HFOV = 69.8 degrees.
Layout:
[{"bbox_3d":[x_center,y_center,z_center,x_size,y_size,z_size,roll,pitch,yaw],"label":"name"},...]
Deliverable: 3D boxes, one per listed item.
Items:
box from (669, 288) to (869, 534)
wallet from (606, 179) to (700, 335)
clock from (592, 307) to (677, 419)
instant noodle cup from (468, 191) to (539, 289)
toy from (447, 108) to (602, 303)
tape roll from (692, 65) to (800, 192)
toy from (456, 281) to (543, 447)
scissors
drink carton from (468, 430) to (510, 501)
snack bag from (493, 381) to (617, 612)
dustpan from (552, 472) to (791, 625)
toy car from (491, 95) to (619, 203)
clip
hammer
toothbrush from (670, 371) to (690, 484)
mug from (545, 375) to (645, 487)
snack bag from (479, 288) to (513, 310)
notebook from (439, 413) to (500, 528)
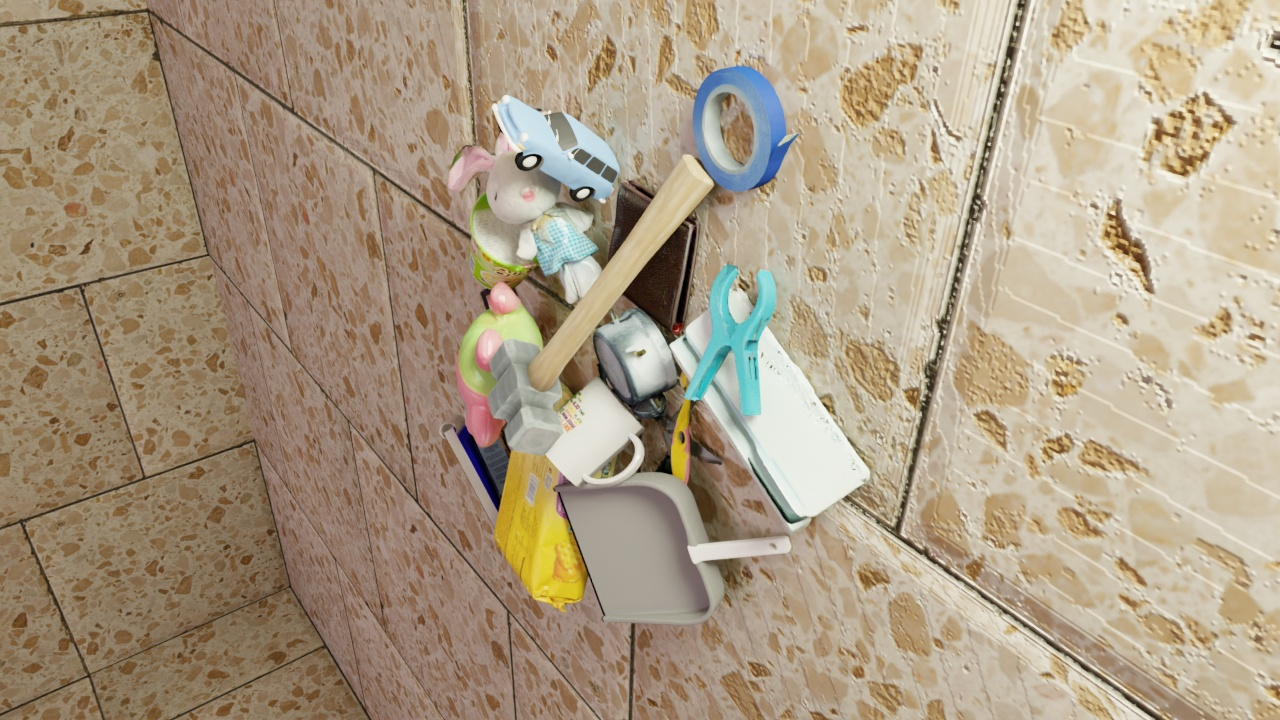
[{"bbox_3d":[0.104,0.048,0.795,0.126,0.075,0.197,-45,70,36],"label":"box"},{"bbox_3d":[0.010,-0.096,0.859,0.099,0.031,0.120,40,137,33],"label":"wallet"},{"bbox_3d":[-0.005,0.005,0.902,0.090,0.052,0.130,52,162,31],"label":"clock"},{"bbox_3d":[-0.149,-0.129,1.024,0.099,0.098,0.108,65,156,7],"label":"instant noodle cup"},{"bbox_3d":[-0.106,-0.145,0.912,0.205,0.131,0.105,60,-175,-4],"label":"toy"},{"bbox_3d":[0.076,-0.181,0.719,0.093,0.016,0.092,59,147,16],"label":"tape roll"},{"bbox_3d":[-0.167,0.021,1.060,0.097,0.191,0.237,17,140,-4],"label":"toy"},{"bbox_3d":[0.014,0.096,0.970,0.202,0.015,0.204,31,125,45],"label":"scissors"},{"bbox_3d":[-0.189,0.155,1.274,0.130,0.040,0.064,63,174,9],"label":"drink carton"},{"bbox_3d":[-0.106,0.158,1.066,0.160,0.068,0.247,34,115,52],"label":"snack bag"},{"bbox_3d":[0.035,0.190,0.920,0.258,0.033,0.163,-13,102,32],"label":"dustpan"},{"bbox_3d":[-0.073,-0.193,0.835,0.055,0.153,0.056,-35,65,20],"label":"toy car"},{"bbox_3d":[0.066,-0.022,0.769,0.113,0.028,0.127,24,102,29],"label":"clip"},{"bbox_3d":[-0.040,-0.052,0.838,0.324,0.051,0.117,-50,42,30],"label":"hammer"},{"bbox_3d":[0.042,0.068,0.900,0.021,0.016,0.136,17,115,33],"label":"toothbrush"},{"bbox_3d":[-0.044,0.082,0.931,0.105,0.089,0.073,48,179,30],"label":"mug"},{"bbox_3d":[-0.161,-0.025,1.165,0.075,0.018,0.155,-15,96,57],"label":"snack bag"},{"bbox_3d":[-0.223,0.156,1.267,0.171,0.022,0.209,63,173,-4],"label":"notebook"}]
